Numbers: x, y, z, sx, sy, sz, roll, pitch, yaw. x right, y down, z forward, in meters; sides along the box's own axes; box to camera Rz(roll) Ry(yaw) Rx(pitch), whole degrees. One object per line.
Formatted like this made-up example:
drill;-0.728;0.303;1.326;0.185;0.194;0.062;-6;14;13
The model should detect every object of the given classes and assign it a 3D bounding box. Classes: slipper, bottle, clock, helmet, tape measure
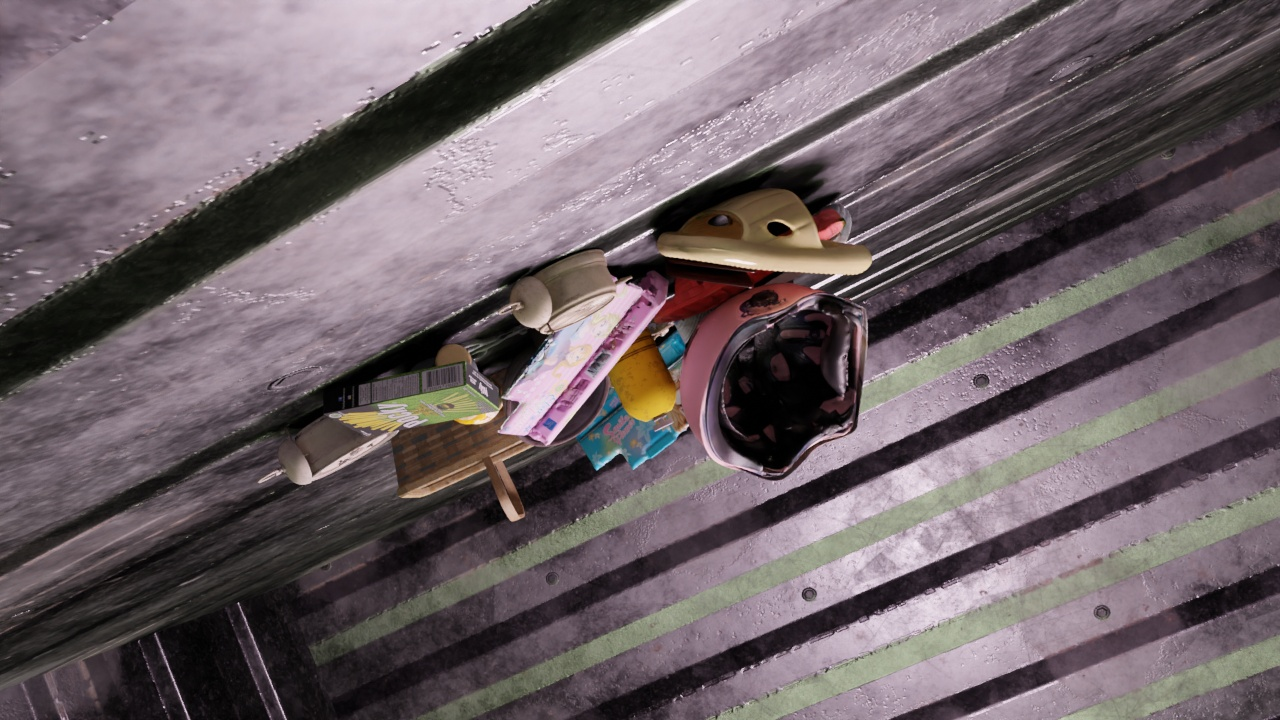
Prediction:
slipper;0.128;-0.129;0.904;0.261;0.079;0.111;0;-171;-37
slipper;0.111;-0.116;1.048;0.249;0.059;0.103;-29;171;17
bottle;-0.007;0.006;1.111;0.071;0.163;0.071;-25;174;-3
bottle;-0.203;0.048;1.147;0.063;0.063;0.109;-26;172;6
clock;-0.336;0.087;0.977;0.156;0.061;0.104;-30;178;-37
helmet;0.145;0.010;1.098;0.254;0.230;0.152;-27;-142;-23
clock;-0.077;-0.056;0.844;0.093;0.054;0.140;-31;173;39
slipper;0.183;-0.108;1.196;0.265;0.063;0.111;-37;-156;47
bottle;-0.210;0.022;0.971;0.072;0.046;0.162;-11;168;-23
tape measure;-0.093;-0.032;1.035;0.058;0.038;0.058;-28;173;22

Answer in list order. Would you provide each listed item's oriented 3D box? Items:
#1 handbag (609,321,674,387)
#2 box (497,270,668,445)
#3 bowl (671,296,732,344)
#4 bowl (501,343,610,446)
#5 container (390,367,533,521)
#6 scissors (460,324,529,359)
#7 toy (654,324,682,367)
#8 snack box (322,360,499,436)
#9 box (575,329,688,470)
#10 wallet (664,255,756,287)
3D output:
handbag;0.018;-0.036;1.319;0.198;0.062;0.176;-33;-177;-6
box;-0.061;0.001;1.009;0.231;0.063;0.160;-50;168;19
bowl;0.073;-0.069;1.205;0.057;0.137;0.137;16;163;-10
bowl;-0.117;0.029;1.151;0.144;0.145;0.067;-18;-144;-28
container;-0.205;0.132;1.258;0.250;0.186;0.157;-25;174;-5
scissors;-0.139;-0.028;1.004;0.161;0.014;0.118;-20;171;-16
toy;0.056;-0.010;1.527;0.184;0.140;0.159;-17;142;6
snack box;-0.223;0.039;0.900;0.148;0.025;0.080;-11;157;11
box;-0.005;0.059;1.358;0.228;0.170;0.085;-40;128;20
wallet;0.071;-0.096;0.938;0.091;0.018;0.115;7;-167;-1
